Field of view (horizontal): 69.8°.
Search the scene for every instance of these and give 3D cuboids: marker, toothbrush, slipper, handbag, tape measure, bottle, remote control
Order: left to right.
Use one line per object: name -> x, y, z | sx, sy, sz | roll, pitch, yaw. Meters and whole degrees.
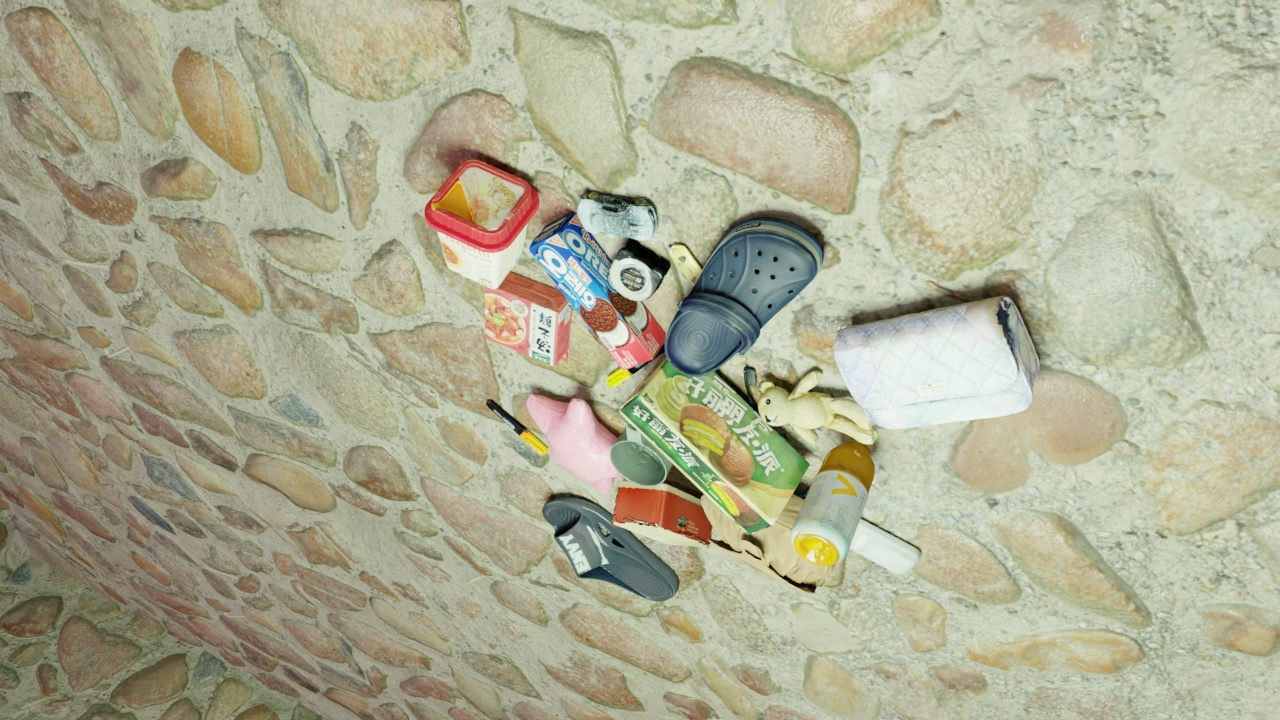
marker -> -0.196, 0.106, 1.449 | 0.124, 0.015, 0.018 | 43, 132, -7
slipper -> -0.055, 0.327, 1.515 | 0.268, 0.083, 0.111 | 39, 135, -7
marker -> -0.007, 0.007, 1.247 | 0.018, 0.015, 0.124 | 42, 135, -14
tape measure -> -0.004, -0.108, 1.128 | 0.066, 0.033, 0.066 | 35, 135, 1
slipper -> 0.101, -0.062, 1.054 | 0.105, 0.095, 0.254 | 36, 132, -6
toothbrush -> 0.159, 0.083, 1.217 | 0.017, 0.014, 0.189 | -4, 127, 18
handbag -> 0.178, 0.241, 1.270 | 0.205, 0.099, 0.148 | 23, 144, 29
bottle -> 0.239, 0.160, 1.107 | 0.068, 0.189, 0.068 | 18, 135, 18
remote control -> 0.314, 0.248, 1.265 | 0.136, 0.020, 0.056 | 28, 138, 6
handbag -> 0.324, 0.005, 1.001 | 0.194, 0.075, 0.134 | -14, 119, 38

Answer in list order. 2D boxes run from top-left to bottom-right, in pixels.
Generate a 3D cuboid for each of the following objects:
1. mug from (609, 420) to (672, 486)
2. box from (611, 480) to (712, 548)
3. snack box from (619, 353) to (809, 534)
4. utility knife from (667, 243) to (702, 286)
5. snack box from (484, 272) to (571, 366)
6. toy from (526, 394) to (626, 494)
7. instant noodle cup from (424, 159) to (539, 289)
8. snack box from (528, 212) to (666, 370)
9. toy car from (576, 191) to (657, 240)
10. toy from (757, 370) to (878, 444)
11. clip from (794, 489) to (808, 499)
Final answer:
mug -> 0.015, 0.093, 1.246 | 0.084, 0.103, 0.124 | 13, 132, 21
box -> 0.033, 0.230, 1.321 | 0.091, 0.079, 0.168 | -2, 159, 32
snack box -> 0.096, 0.100, 1.179 | 0.240, 0.114, 0.063 | 44, 143, -4
utility knife -> 0.082, -0.081, 1.118 | 0.031, 0.018, 0.151 | -23, 109, 36
snack box -> -0.155, -0.050, 1.263 | 0.113, 0.044, 0.127 | 21, 136, 13
toy -> -0.096, 0.120, 1.363 | 0.194, 0.074, 0.179 | 49, 146, -11
instant noodle cup -> -0.195, -0.164, 1.144 | 0.116, 0.116, 0.124 | 25, 148, 9
snack box -> -0.053, -0.085, 1.161 | 0.058, 0.057, 0.207 | -22, 114, 39
toy car -> -0.030, -0.170, 1.090 | 0.106, 0.031, 0.049 | 12, 132, 23
toy -> 0.216, 0.067, 1.127 | 0.157, 0.066, 0.105 | 12, 128, 31
clip -> 0.229, 0.190, 1.270 | 0.038, 0.013, 0.056 | 40, 136, -7
